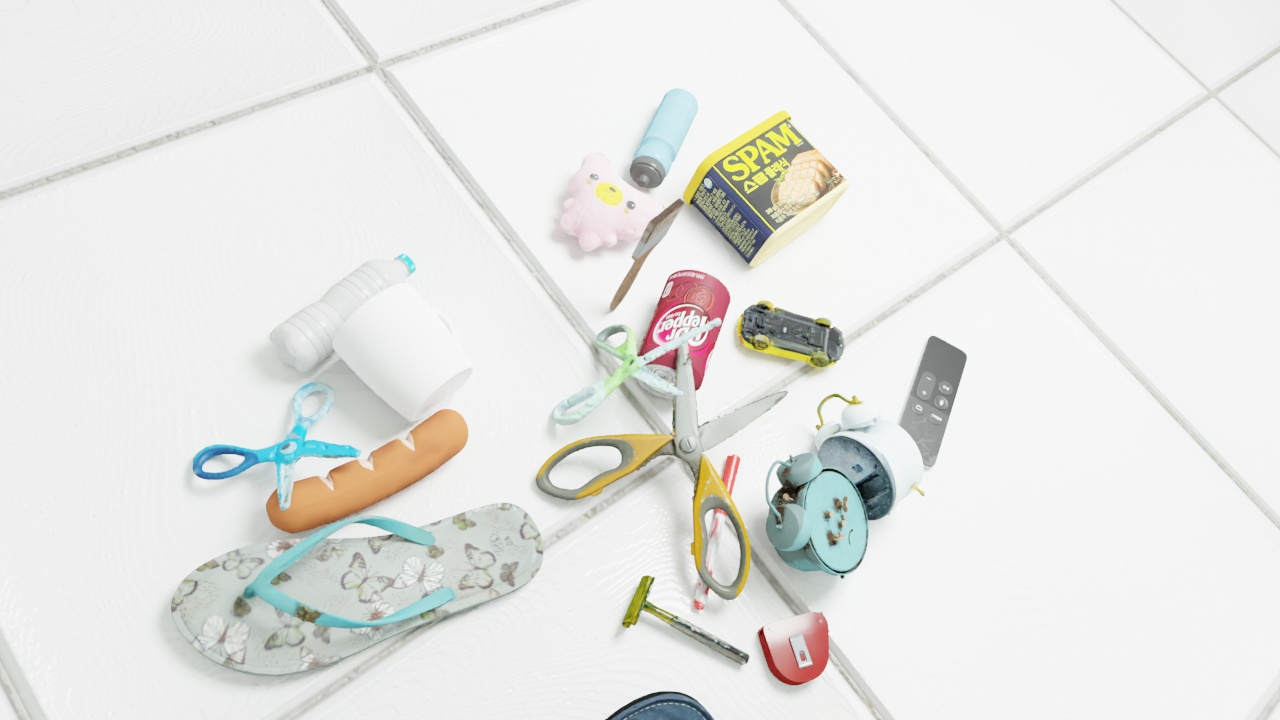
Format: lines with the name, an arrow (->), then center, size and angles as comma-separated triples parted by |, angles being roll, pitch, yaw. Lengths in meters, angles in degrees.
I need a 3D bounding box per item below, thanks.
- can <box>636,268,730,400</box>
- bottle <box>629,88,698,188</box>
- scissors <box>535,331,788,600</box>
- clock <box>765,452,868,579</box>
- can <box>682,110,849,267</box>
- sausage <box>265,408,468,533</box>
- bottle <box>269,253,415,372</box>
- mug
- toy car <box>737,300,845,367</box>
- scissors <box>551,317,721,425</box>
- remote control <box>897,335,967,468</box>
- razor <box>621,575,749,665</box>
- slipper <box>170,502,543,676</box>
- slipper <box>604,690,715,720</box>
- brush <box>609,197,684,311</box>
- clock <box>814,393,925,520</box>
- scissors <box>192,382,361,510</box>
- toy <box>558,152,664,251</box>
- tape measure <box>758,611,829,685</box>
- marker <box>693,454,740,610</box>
can -> 0.039, -0.025, 0.834 | 0.063, 0.063, 0.113 | 23, 59, -3
bottle -> 0.023, -0.227, 0.951 | 0.040, 0.040, 0.129 | 25, 59, -2
scissors -> 0.022, 0.088, 0.763 | 0.230, 0.016, 0.225 | -6, 79, 0
clock -> 0.140, 0.129, 0.763 | 0.124, 0.053, 0.089 | 39, 52, -28
can -> 0.130, -0.174, 0.935 | 0.135, 0.075, 0.104 | -36, 80, -29
sausage -> -0.208, 0.088, 0.717 | 0.164, 0.039, 0.044 | -27, 91, -25
bottle -> -0.246, -0.046, 0.776 | 0.044, 0.044, 0.136 | 41, 60, 7
mug -> -0.184, -0.009, 0.763 | 0.087, 0.081, 0.114 | 47, 29, 4
toy car -> 0.146, -0.023, 0.883 | 0.107, 0.030, 0.049 | 16, 58, -5
scissors -> -0.009, 0.011, 0.772 | 0.165, 0.171, 0.024 | -39, 116, -8
remote control -> 0.286, 0.038, 0.904 | 0.045, 0.008, 0.146 | 29, 59, 0
razor -> 0.040, 0.215, 0.733 | 0.106, 0.026, 0.042 | 29, 57, -4
slipper -> -0.198, 0.164, 0.675 | 0.268, 0.055, 0.098 | -8, 68, -21
slipper -> -0.041, 0.326, 0.607 | 0.265, 0.084, 0.109 | -31, 77, -23
brush -> -0.002, -0.085, 0.808 | 0.008, 0.143, 0.045 | 42, 51, 6
clock -> 0.195, 0.083, 0.812 | 0.057, 0.083, 0.117 | -25, 76, -32
scissors -> -0.280, 0.067, 0.704 | 0.140, 0.011, 0.134 | -13, 43, -5
toy -> -0.036, -0.148, 0.887 | 0.102, 0.050, 0.093 | 42, 65, 12
tape measure -> 0.131, 0.235, 0.748 | 0.059, 0.019, 0.051 | -9, 65, -20
marker -> 0.065, 0.144, 0.783 | 0.013, 0.013, 0.142 | 20, 59, -5
